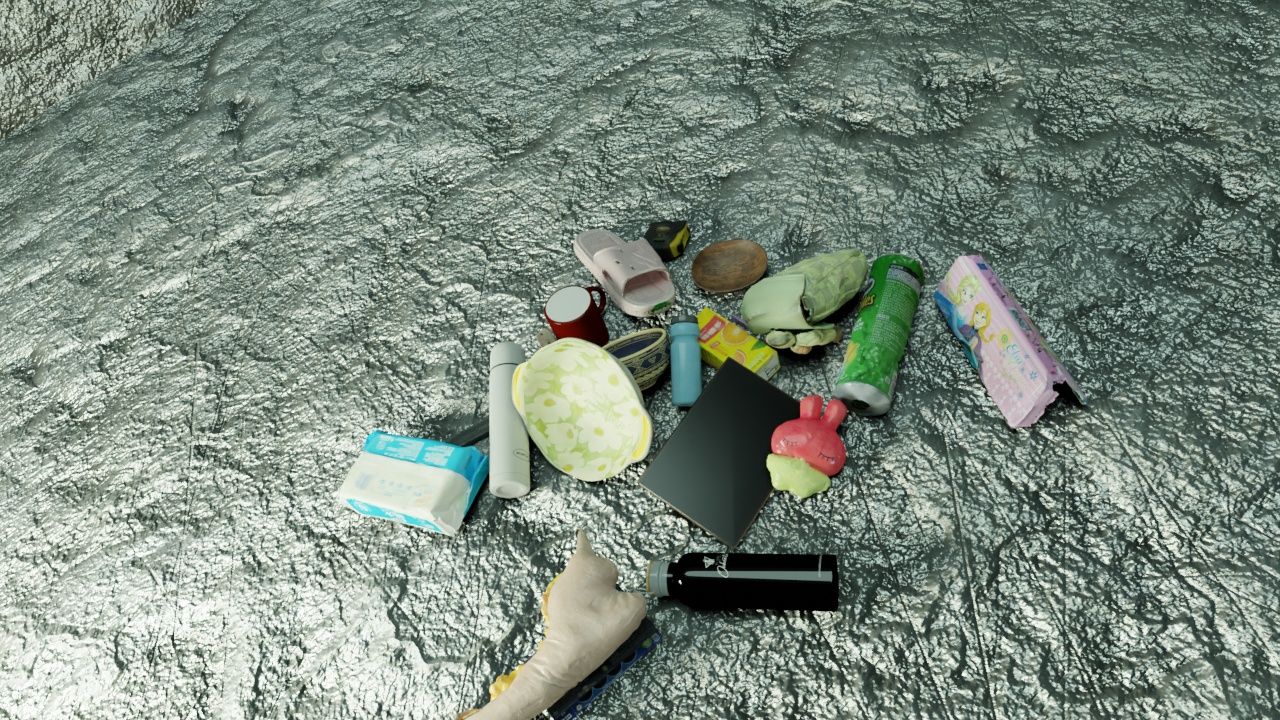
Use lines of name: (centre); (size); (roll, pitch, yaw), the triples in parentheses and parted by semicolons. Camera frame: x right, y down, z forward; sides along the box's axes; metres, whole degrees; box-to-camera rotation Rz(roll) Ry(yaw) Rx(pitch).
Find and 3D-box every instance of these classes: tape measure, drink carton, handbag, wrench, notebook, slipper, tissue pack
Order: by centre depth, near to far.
notebook: (0.112, 0.109, 1.137); (0.141, 0.008, 0.208); (33, 67, 11)
handbag: (0.231, -0.073, 1.217); (0.186, 0.117, 0.113); (-30, 17, -36)
tissue pack: (-0.311, 0.161, 1.241); (0.210, 0.066, 0.116); (8, 57, 26)
drink carton: (0.120, -0.015, 1.247); (0.058, 0.043, 0.134); (-44, 53, -14)
wrench: (-0.166, 0.066, 1.298); (0.273, 0.018, 0.073); (-28, 50, -2)
slipper: (-0.024, -0.150, 1.374); (0.094, 0.064, 0.239); (-17, 41, -24)
tape measure: (0.036, -0.186, 1.415); (0.067, 0.038, 0.062); (5, 55, 22)

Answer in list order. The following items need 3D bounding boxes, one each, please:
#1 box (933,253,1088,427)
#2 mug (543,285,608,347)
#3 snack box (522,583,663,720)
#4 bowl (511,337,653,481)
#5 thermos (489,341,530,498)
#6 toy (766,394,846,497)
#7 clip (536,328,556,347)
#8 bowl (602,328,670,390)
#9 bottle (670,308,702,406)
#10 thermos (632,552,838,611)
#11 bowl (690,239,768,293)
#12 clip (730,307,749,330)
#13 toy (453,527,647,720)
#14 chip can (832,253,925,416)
box: (0.462, -0.028, 1.133); (0.096, 0.085, 0.230); (3, 46, -20)
mug: (-0.084, -0.067, 1.331); (0.073, 0.083, 0.105); (18, 61, 30)
snack box: (-0.058, 0.332, 1.043); (0.150, 0.027, 0.082); (-37, 50, -13)
bowl: (-0.064, 0.058, 1.193); (0.219, 0.189, 0.060); (21, 25, 27)
thermos: (-0.180, 0.075, 1.253); (0.052, 0.052, 0.223); (-12, 57, 9)
toy: (0.206, 0.103, 1.114); (0.092, 0.045, 0.135); (25, 72, 12)
clip: (-0.132, -0.025, 1.342); (0.024, 0.043, 0.061); (-35, 45, -8)
bowl: (-0.007, 0.007, 1.253); (0.112, 0.061, 0.112); (-20, 15, 6)
bottle: (0.060, -0.005, 1.226); (0.040, 0.040, 0.130); (-4, 81, 16)
thermos: (0.102, 0.247, 1.032); (0.232, 0.061, 0.061); (-3, 52, 17)
bowl: (0.132, -0.132, 1.346); (0.114, 0.026, 0.101); (-6, 52, 15)
clip: (0.154, -0.057, 1.290); (0.036, 0.013, 0.053); (-31, 52, -6)
toy: (-0.116, 0.324, 1.017); (0.264, 0.065, 0.196); (-39, 42, -6)
chip can: (0.309, -0.033, 1.178); (0.075, 0.075, 0.222); (9, 56, 25)
